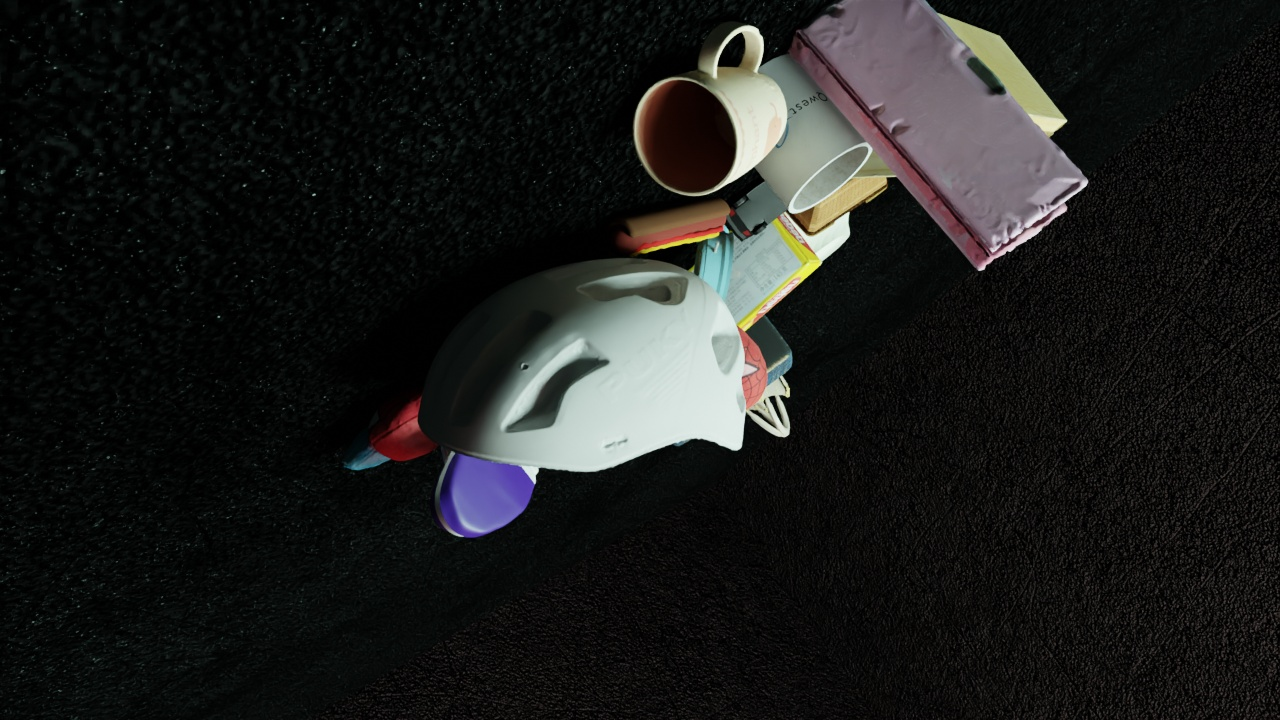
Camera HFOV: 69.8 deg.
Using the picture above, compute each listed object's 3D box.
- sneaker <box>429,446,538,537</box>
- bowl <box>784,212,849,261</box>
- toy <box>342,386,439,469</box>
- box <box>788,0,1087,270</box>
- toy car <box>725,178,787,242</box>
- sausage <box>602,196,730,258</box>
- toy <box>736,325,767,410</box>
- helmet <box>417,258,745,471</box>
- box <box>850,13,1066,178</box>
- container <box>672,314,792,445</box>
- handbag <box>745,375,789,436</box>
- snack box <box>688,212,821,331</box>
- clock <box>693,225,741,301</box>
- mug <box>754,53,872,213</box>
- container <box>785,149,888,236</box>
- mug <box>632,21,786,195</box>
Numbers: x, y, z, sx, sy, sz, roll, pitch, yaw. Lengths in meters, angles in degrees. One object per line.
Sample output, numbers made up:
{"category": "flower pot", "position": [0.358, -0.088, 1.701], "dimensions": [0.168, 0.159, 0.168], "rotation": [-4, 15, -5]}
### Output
{"category": "sneaker", "position": [-0.154, 0.092, 0.879], "dimensions": [0.111, 0.092, 0.243], "rotation": [-21, -167, 25]}
{"category": "bowl", "position": [0.204, -0.151, 1.122], "dimensions": [0.176, 0.058, 0.177], "rotation": [-34, 170, -7]}
{"category": "toy", "position": [-0.224, 0.064, 0.854], "dimensions": [0.133, 0.062, 0.092], "rotation": [-25, 177, 28]}
{"category": "box", "position": [0.220, -0.187, 0.681], "dimensions": [0.099, 0.232, 0.080], "rotation": [-28, 164, -24]}
{"category": "toy car", "position": [0.129, -0.165, 0.953], "dimensions": [0.092, 0.042, 0.036], "rotation": [-37, -168, 6]}
{"category": "sausage", "position": [0.027, -0.123, 0.849], "dimensions": [0.155, 0.040, 0.040], "rotation": [-21, 161, -45]}
{"category": "toy", "position": [0.042, -0.009, 0.973], "dimensions": [0.216, 0.098, 0.148], "rotation": [29, 138, -27]}
{"category": "helmet", "position": [-0.050, 0.012, 0.779], "dimensions": [0.282, 0.184, 0.224], "rotation": [-19, -163, -18]}
{"category": "box", "position": [0.318, -0.237, 0.912], "dimensions": [0.247, 0.142, 0.180], "rotation": [-16, 140, -50]}
{"category": "container", "position": [0.077, -0.003, 1.153], "dimensions": [0.187, 0.145, 0.071], "rotation": [-35, 163, -2]}
{"category": "handbag", "position": [0.151, 0.029, 1.332], "dimensions": [0.101, 0.198, 0.194], "rotation": [-39, 166, 18]}
{"category": "snack box", "position": [0.104, -0.084, 1.056], "dimensions": [0.201, 0.092, 0.042], "rotation": [-43, 164, 31]}
{"category": "clock", "position": [0.076, -0.099, 0.952], "dimensions": [0.042, 0.087, 0.123], "rotation": [7, -167, -3]}
{"category": "mug", "position": [0.142, -0.195, 0.753], "dimensions": [0.119, 0.096, 0.083], "rotation": [-34, 167, -6]}
{"category": "container", "position": [0.214, -0.198, 1.005], "dimensions": [0.114, 0.063, 0.061], "rotation": [-34, 159, -6]}
{"category": "mug", "position": [0.059, -0.184, 0.657], "dimensions": [0.104, 0.085, 0.112], "rotation": [-34, 141, -50]}
